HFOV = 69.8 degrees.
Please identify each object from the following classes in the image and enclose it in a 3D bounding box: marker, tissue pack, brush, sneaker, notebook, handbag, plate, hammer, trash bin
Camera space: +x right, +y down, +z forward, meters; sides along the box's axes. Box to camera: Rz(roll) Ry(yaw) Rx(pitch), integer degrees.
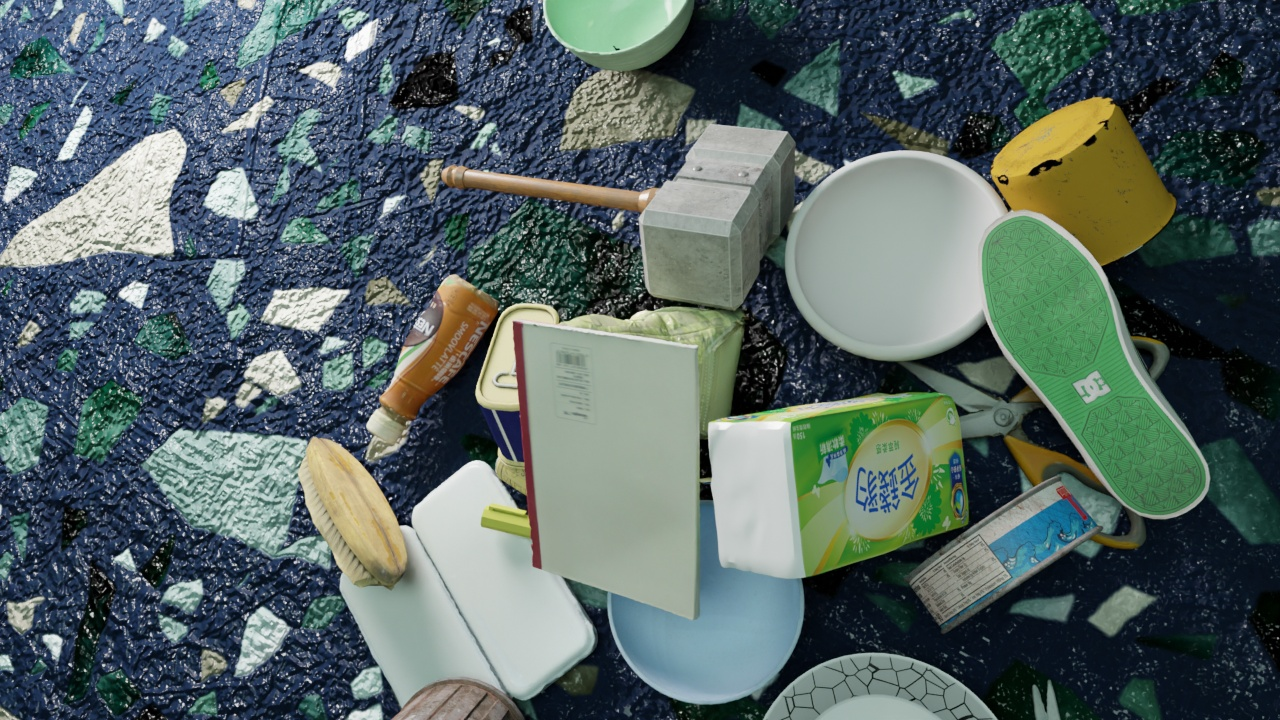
[{"bbox_3d":[-0.075,0.146,0.788,0.124,0.017,0.021,12,106,5],"label":"marker"},{"bbox_3d":[0.124,0.083,0.673,0.142,0.197,0.120,-6,83,52],"label":"tissue pack"},{"bbox_3d":[-0.264,0.138,0.833,0.195,0.059,0.043,44,106,39],"label":"brush"},{"bbox_3d":[0.317,0.002,0.662,0.084,0.079,0.235,-30,74,18],"label":"sneaker"},{"bbox_3d":[-0.025,0.078,0.667,0.153,0.012,0.209,10,113,30],"label":"notebook"},{"bbox_3d":[-0.004,0.004,0.749,0.117,0.186,0.113,-138,52,-58],"label":"handbag"},{"bbox_3d":[0.170,0.304,0.643,0.189,0.016,0.188,-5,72,16],"label":"plate"},{"bbox_3d":[-0.040,-0.145,0.807,0.318,0.083,0.162,11,43,21],"label":"hammer"},{"bbox_3d":[-0.163,0.325,0.659,0.131,0.211,0.131,0,91,9],"label":"trash bin"}]

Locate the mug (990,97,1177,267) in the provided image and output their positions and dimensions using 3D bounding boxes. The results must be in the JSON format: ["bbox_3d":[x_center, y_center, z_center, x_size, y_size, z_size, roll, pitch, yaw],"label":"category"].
[{"bbox_3d":[0.331,-0.138,0.701,0.101,0.123,0.094,-32,109,25],"label":"mug"}]

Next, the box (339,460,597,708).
[{"bbox_3d":[-0.158,0.217,0.807,0.189,0.037,0.208,-36,66,1],"label":"box"}]

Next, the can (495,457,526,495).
[{"bbox_3d":[-0.088,0.105,0.810,0.079,0.038,0.038,28,84,23],"label":"can"}]

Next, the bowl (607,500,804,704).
[{"bbox_3d":[0.056,0.188,0.718,0.151,0.075,0.150,-5,73,16],"label":"bowl"}]

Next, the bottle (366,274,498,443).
[{"bbox_3d":[-0.200,0.001,0.867,0.059,0.059,0.167,31,86,23],"label":"bottle"}]

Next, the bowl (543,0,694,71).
[{"bbox_3d":[-0.012,-0.344,0.899,0.151,0.077,0.150,-5,72,17],"label":"bowl"}]

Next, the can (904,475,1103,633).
[{"bbox_3d":[0.251,0.136,0.639,0.130,0.130,0.044,-36,67,5],"label":"can"}]

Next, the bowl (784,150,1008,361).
[{"bbox_3d":[0.211,-0.079,0.752,0.177,0.066,0.176,-5,73,17],"label":"bowl"}]

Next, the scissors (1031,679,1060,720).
[{"bbox_3d":[0.296,0.306,0.634,0.126,0.019,0.144,-49,60,5],"label":"scissors"}]

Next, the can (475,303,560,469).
[{"bbox_3d":[-0.095,0.021,0.788,0.056,0.092,0.116,4,54,11],"label":"can"}]

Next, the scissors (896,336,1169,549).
[{"bbox_3d":[0.308,0.040,0.712,0.225,0.016,0.216,38,88,24],"label":"scissors"}]
